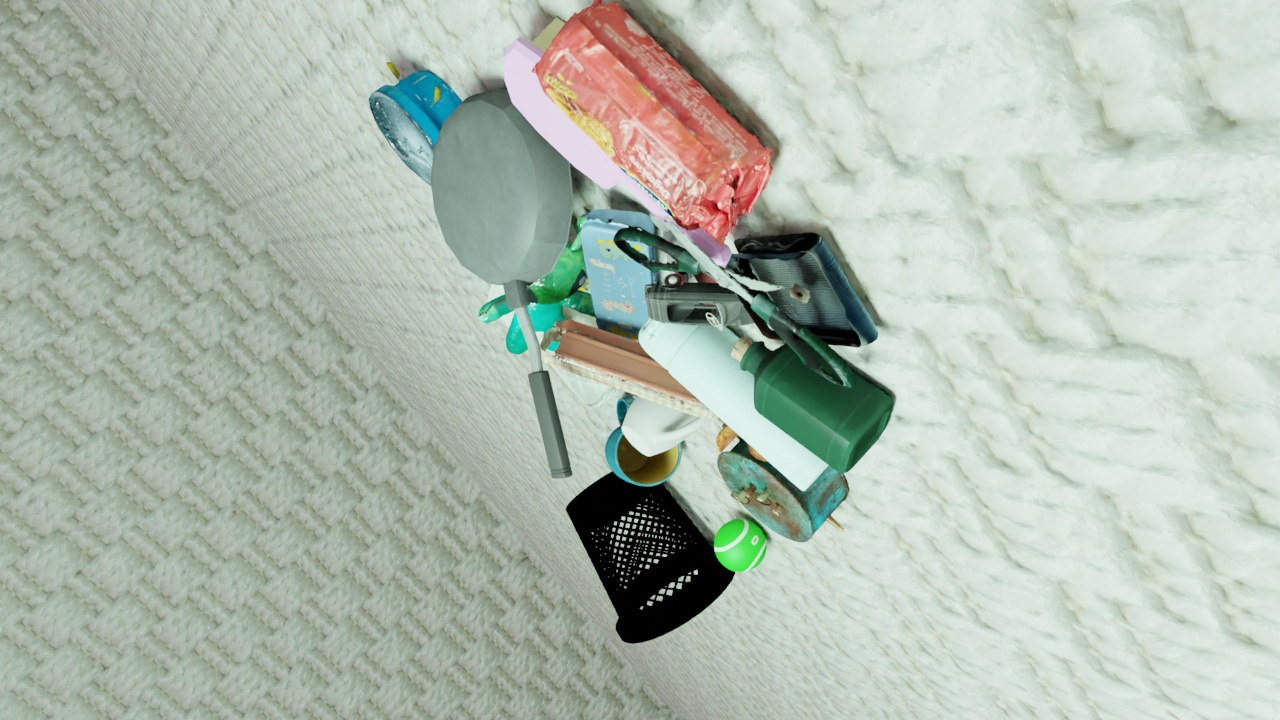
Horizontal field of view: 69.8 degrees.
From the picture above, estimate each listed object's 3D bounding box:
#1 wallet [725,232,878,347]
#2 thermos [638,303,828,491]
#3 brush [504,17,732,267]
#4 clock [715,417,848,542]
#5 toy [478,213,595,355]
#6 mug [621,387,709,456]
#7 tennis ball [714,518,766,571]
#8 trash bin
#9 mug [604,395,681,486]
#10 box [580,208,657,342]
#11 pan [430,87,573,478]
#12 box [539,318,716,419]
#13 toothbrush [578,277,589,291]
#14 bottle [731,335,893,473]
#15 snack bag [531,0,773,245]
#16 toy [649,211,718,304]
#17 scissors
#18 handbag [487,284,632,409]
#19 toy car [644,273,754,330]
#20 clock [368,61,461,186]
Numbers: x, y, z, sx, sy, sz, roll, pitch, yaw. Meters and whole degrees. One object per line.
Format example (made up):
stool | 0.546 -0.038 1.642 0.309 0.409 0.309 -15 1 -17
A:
wallet | 0.113 -0.051 0.668 0.089 0.026 0.115 55 159 -23
thermos | 0.087 0.022 0.810 0.207 0.065 0.077 42 -157 14
brush | -0.010 -0.157 0.686 0.228 0.043 0.089 44 161 7
clock | 0.124 0.106 0.888 0.157 0.073 0.121 53 160 -17
toy | -0.099 -0.072 0.925 0.194 0.130 0.072 109 152 -53
mug | 0.035 0.056 0.947 0.071 0.089 0.107 55 159 -23
tennis ball | 0.125 0.230 1.144 0.065 0.065 0.065 40 160 18
trash bin | 0.001 0.261 1.314 0.199 0.195 0.196 58 160 -5
mug | -0.007 0.100 1.161 0.104 0.084 0.112 164 92 -75
box | -0.016 -0.065 0.858 0.066 0.037 0.210 7 151 7
pan | -0.115 -0.065 0.830 0.179 0.041 0.357 -10 95 46
box | -0.004 0.001 0.884 0.187 0.085 0.048 20 135 12
toothbrush | -0.032 -0.076 0.936 0.021 0.016 0.136 52 161 -22
bottle | 0.128 0.024 0.730 0.131 0.061 0.061 37 157 25
snack bag | 0.009 -0.158 0.599 0.176 0.082 0.082 44 161 2
toy | 0.036 -0.086 0.755 0.049 0.030 0.112 17 154 29
scissors | 0.062 -0.048 0.675 0.201 0.015 0.202 41 171 -33
handbag | -0.090 -0.030 1.064 0.195 0.072 0.139 44 159 6
toy car | 0.050 -0.045 0.748 0.092 0.037 0.040 2 148 9
clock | -0.215 -0.228 0.955 0.117 0.060 0.161 33 159 31
